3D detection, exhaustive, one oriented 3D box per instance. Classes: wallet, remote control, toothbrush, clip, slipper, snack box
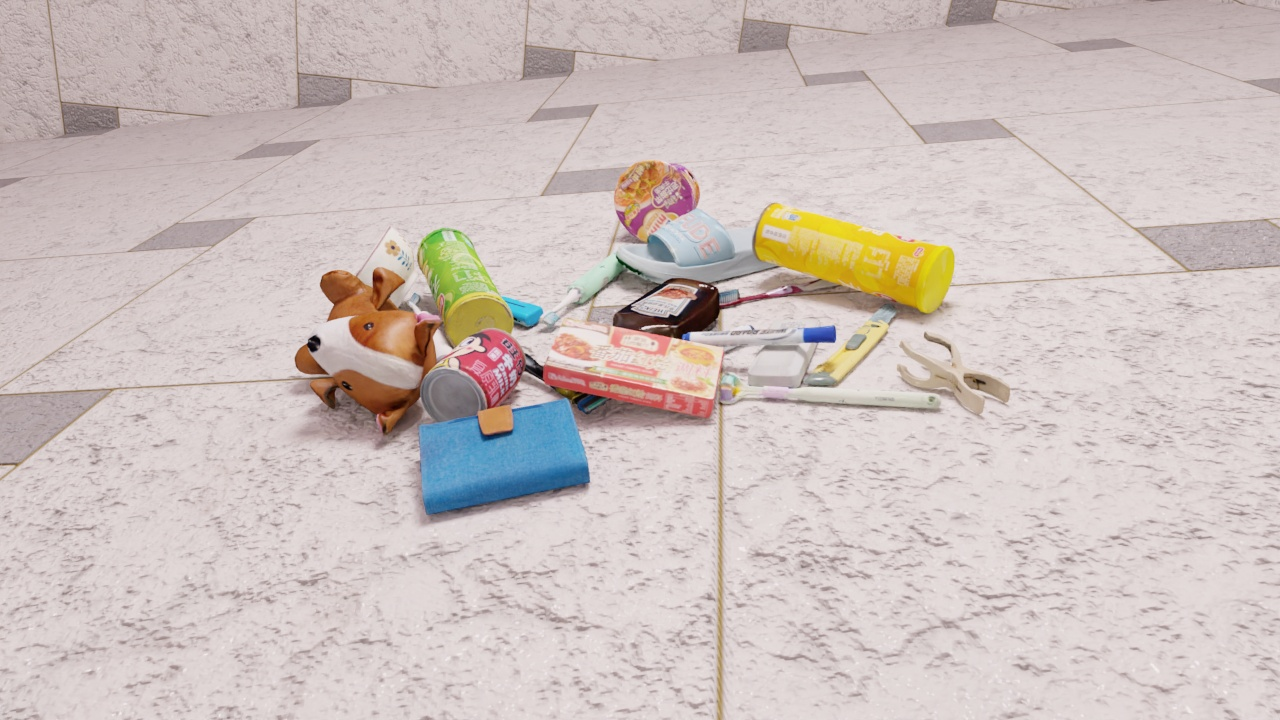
[{"bbox_3d":[-0.113,0.076,0.749,0.133,0.040,0.106,-10,30,-9],"label":"wallet"},{"bbox_3d":[0.139,-0.009,0.879,0.049,0.024,0.124,2,26,20],"label":"remote control"},{"bbox_3d":[-0.061,-0.091,1.090,0.027,0.027,0.223,26,35,14],"label":"toothbrush"},{"bbox_3d":[0.259,0.015,0.795,0.080,0.035,0.104,-9,34,-13],"label":"clip"},{"bbox_3d":[-0.234,-0.033,1.011,0.026,0.026,0.221,28,8,-31],"label":"toothbrush"},{"bbox_3d":[0.163,0.030,0.800,0.190,0.029,0.020,3,-13,16],"label":"toothbrush"},{"bbox_3d":[0.092,-0.146,1.116,0.245,0.074,0.104,-12,27,-14],"label":"slipper"},{"bbox_3d":[0.171,-0.084,1.034,0.187,0.017,0.016,-12,26,-10],"label":"toothbrush"},{"bbox_3d":[-0.005,0.005,0.827,0.153,0.026,0.075,12,40,5],"label":"snack box"}]

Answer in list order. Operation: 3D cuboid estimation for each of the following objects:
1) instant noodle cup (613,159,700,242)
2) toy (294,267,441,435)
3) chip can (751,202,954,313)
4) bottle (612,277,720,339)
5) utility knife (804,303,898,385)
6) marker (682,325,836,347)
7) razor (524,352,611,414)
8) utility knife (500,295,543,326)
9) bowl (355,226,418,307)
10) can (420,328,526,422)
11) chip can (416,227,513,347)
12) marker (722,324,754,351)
[{"bbox_3d":[0.032,-0.226,1.266,0.112,0.112,0.099,3,19,18],"label":"instant noodle cup"},{"bbox_3d":[-0.261,-0.014,0.875,0.130,0.140,0.200,11,14,-43],"label":"toy"},{"bbox_3d":[0.226,-0.114,0.997,0.213,0.072,0.071,22,37,35],"label":"chip can"},{"bbox_3d":[0.005,-0.029,0.930,0.080,0.044,0.194,15,34,33],"label":"bottle"},{"bbox_3d":[0.213,-0.017,0.895,0.031,0.020,0.194,18,29,30],"label":"utility knife"},{"bbox_3d":[0.110,-0.022,0.864,0.146,0.017,0.016,-2,26,20],"label":"marker"},{"bbox_3d":[-0.077,0.021,0.866,0.042,0.022,0.143,-30,36,-31],"label":"razor"},{"bbox_3d":[-0.186,-0.072,1.092,0.034,0.018,0.207,-28,31,-36],"label":"utility knife"},{"bbox_3d":[-0.305,-0.098,1.097,0.062,0.114,0.113,32,20,-17],"label":"bowl"},{"bbox_3d":[-0.151,0.016,0.845,0.067,0.066,0.093,3,27,19],"label":"can"},{"bbox_3d":[-0.203,-0.083,1.036,0.072,0.073,0.221,-14,32,-15],"label":"chip can"},{"bbox_3d":[0.060,-0.009,0.905,0.130,0.018,0.023,-22,21,-29],"label":"marker"}]
